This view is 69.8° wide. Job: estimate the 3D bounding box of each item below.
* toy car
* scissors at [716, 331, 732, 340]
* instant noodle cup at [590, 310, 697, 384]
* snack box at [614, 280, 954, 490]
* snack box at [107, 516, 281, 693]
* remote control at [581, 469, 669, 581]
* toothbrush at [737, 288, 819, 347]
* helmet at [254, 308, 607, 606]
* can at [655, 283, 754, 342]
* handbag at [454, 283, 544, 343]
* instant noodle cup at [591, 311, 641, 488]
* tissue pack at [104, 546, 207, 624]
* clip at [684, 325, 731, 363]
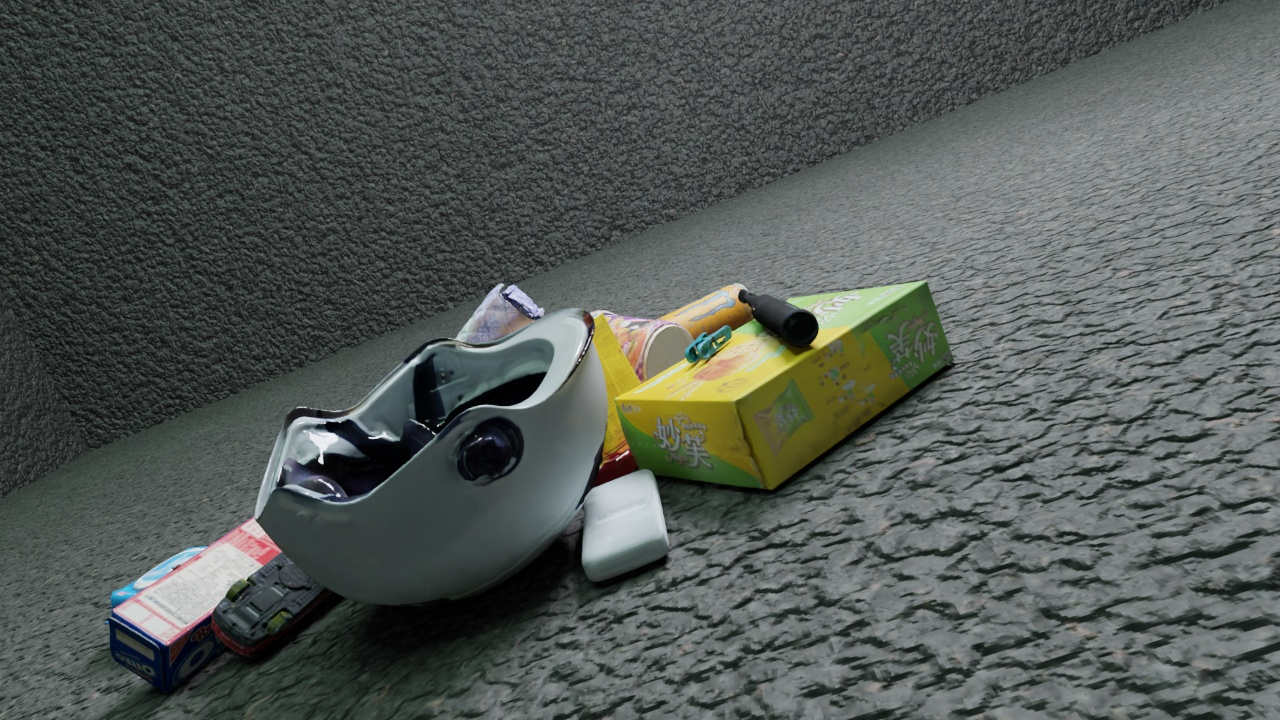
[{"bbox_3d":[-0.273,0.178,0.707,0.120,0.053,0.045,-42,-13,-53],"label":"toy car"},{"bbox_3d":[0.109,-0.003,0.890,0.162,0.022,0.234,-24,12,-10],"label":"scissors"},{"bbox_3d":[-0.005,0.005,0.875,0.099,0.111,0.111,-1,24,43],"label":"instant noodle cup"},{"bbox_3d":[0.107,0.015,0.700,0.209,0.070,0.158,-30,14,-29],"label":"snack box"},{"bbox_3d":[-0.324,0.176,0.748,0.058,0.057,0.206,25,30,15],"label":"snack box"},{"bbox_3d":[-0.011,0.109,0.620,0.056,0.020,0.136,-21,12,1],"label":"remote control"},{"bbox_3d":[0.101,-0.039,0.719,0.027,0.026,0.212,12,9,-6],"label":"toothbrush"},{"bbox_3d":[-0.127,0.079,0.645,0.258,0.146,0.229,-28,20,-16],"label":"helmet"},{"bbox_3d":[0.058,-0.033,1.023,0.145,0.058,0.058,-26,13,-18],"label":"can"},{"bbox_3d":[-0.203,-0.003,1.132,0.194,0.075,0.134,-52,6,8],"label":"handbag"},{"bbox_3d":[-0.055,0.034,0.775,0.116,0.124,0.115,-13,15,36],"label":"instant noodle cup"},{"bbox_3d":[-0.410,0.206,0.825,0.157,0.052,0.094,-13,15,38],"label":"tissue pack"},{"bbox_3d":[0.051,-0.012,0.716,0.040,0.014,0.056,-17,11,33],"label":"clip"}]
